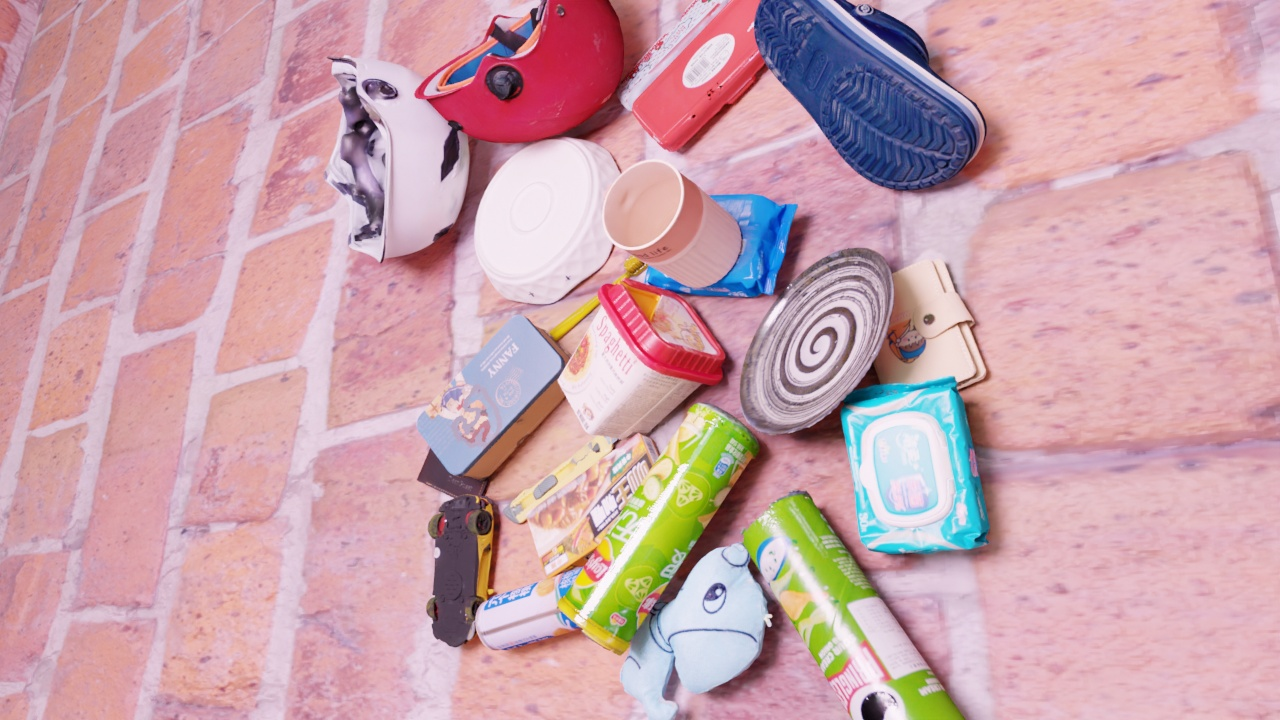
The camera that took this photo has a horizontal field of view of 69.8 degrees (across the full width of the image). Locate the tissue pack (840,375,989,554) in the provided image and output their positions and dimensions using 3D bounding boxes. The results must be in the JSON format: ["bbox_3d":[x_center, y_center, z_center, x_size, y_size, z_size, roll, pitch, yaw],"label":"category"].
[{"bbox_3d":[0.207,0.080,0.701,0.093,0.050,0.133,-15,74,30],"label":"tissue pack"}]

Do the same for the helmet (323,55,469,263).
[{"bbox_3d":[-0.284,-0.242,1.115,0.258,0.145,0.230,53,142,36],"label":"helmet"}]

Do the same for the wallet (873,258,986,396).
[{"bbox_3d":[0.228,-0.023,0.753,0.087,0.024,0.115,-26,58,25],"label":"wallet"}]

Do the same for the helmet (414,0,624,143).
[{"bbox_3d":[-0.118,-0.319,1.026,0.240,0.144,0.206,-34,28,12],"label":"helmet"}]

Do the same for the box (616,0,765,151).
[{"bbox_3d":[0.064,-0.331,0.973,0.201,0.059,0.161,-44,49,13],"label":"box"}]

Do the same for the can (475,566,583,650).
[{"bbox_3d":[-0.090,0.235,0.866,0.135,0.053,0.053,-24,60,27],"label":"can"}]

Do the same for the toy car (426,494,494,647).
[{"bbox_3d":[-0.185,0.216,0.950,0.071,0.041,0.155,-10,71,33],"label":"toy car"}]

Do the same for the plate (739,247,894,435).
[{"bbox_3d":[0.151,-0.015,0.774,0.180,0.024,0.179,-45,29,32],"label":"plate"}]

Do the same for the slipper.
[{"bbox_3d":[0.204,-0.249,0.816,0.095,0.105,0.253,-29,63,-26],"label":"slipper"}]

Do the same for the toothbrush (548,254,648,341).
[{"bbox_3d":[-0.066,-0.053,0.981,0.190,0.016,0.015,-38,54,19],"label":"toothbrush"}]

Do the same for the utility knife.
[{"bbox_3d":[-0.078,0.116,0.931,0.167,0.018,0.031,-38,61,14],"label":"utility knife"}]

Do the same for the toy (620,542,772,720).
[{"bbox_3d":[0.047,0.229,0.771,0.157,0.049,0.161,-1,71,43],"label":"toy"}]

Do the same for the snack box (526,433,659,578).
[{"bbox_3d":[-0.039,0.142,0.882,0.154,0.026,0.075,-37,56,20],"label":"snack box"}]

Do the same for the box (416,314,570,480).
[{"bbox_3d":[-0.143,0.037,0.960,0.184,0.062,0.090,-49,66,8],"label":"box"}]

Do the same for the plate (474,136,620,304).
[{"bbox_3d":[-0.111,-0.164,1.040,0.205,0.045,0.204,-13,65,31],"label":"plate"}]

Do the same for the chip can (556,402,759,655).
[{"bbox_3d":[0.018,0.140,0.789,0.073,0.072,0.221,28,79,39],"label":"chip can"}]

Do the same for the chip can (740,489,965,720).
[{"bbox_3d":[0.161,0.209,0.683,0.072,0.072,0.236,-43,53,15],"label":"chip can"}]

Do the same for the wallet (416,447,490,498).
[{"bbox_3d":[-0.192,0.092,1.017,0.096,0.020,0.122,18,85,36],"label":"wallet"}]

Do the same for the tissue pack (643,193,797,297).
[{"bbox_3d":[0.074,-0.108,0.878,0.157,0.052,0.095,6,79,38],"label":"tissue pack"}]

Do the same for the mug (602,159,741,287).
[{"bbox_3d":[0.020,-0.123,0.820,0.114,0.105,0.081,31,93,39],"label":"mug"}]

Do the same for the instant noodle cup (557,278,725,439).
[{"bbox_3d":[-0.005,0.005,0.862,0.124,0.116,0.116,-51,51,24],"label":"instant noodle cup"}]
